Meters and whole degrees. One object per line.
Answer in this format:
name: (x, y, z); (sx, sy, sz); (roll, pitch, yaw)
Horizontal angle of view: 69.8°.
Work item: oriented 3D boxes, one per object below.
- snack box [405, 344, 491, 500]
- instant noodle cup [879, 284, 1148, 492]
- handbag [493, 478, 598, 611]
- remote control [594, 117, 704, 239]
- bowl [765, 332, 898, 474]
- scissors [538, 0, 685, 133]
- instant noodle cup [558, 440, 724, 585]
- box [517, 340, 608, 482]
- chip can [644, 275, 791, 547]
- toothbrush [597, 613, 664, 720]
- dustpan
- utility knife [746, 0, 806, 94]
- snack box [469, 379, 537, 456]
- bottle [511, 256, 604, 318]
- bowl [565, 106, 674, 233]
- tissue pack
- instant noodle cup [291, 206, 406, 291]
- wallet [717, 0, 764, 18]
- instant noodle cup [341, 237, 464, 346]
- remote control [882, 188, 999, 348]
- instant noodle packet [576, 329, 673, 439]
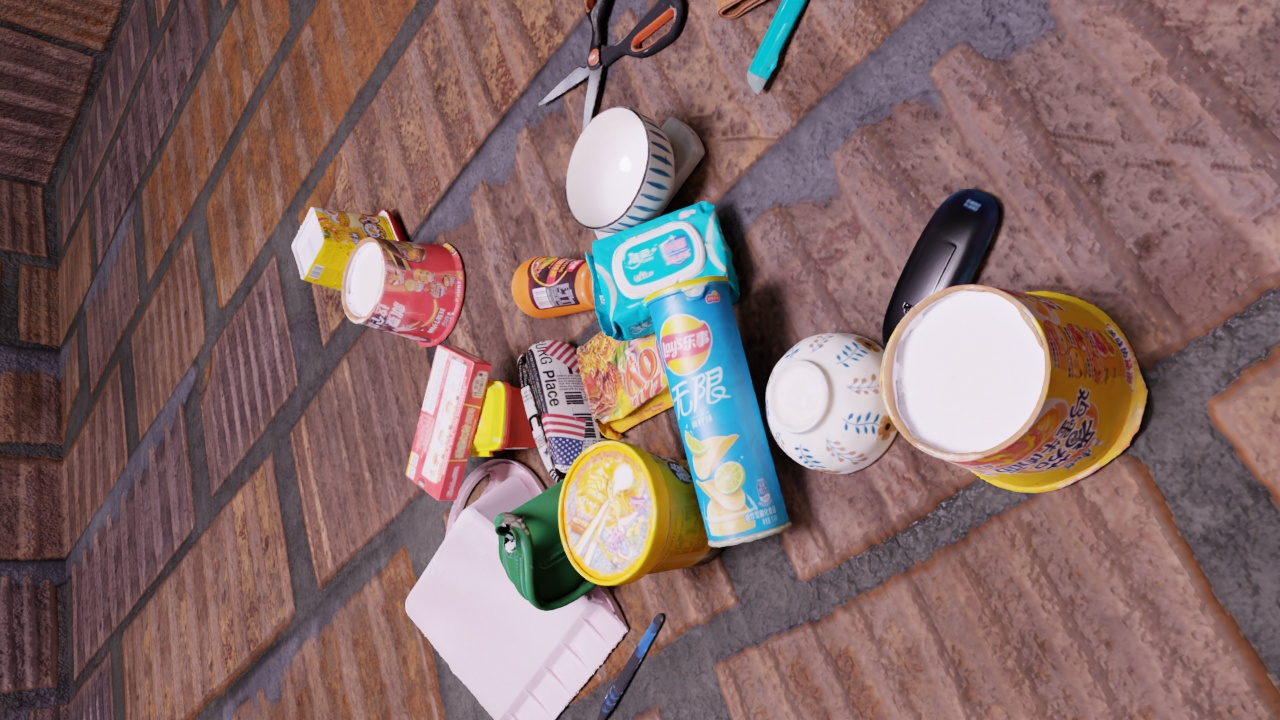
snack box: (-0.205, 0.065, 0.974); (0.075, 0.025, 0.153); (22, 100, 45)
instant noodle cup: (0.230, 0.013, 0.590); (0.138, 0.109, 0.138); (-11, 75, 43)
handbag: (-0.070, 0.157, 0.850); (0.068, 0.131, 0.120); (36, 149, 40)
remote control: (0.007, -0.169, 0.915); (0.150, 0.021, 0.058); (-51, 51, 28)
bowl: (0.140, 0.030, 0.716); (0.114, 0.062, 0.113); (-12, 73, 45)
scissors: (-0.039, -0.347, 0.994); (0.234, 0.021, 0.220); (-15, 72, 43)
instant noodle cup: (0.010, 0.132, 0.793); (0.119, 0.114, 0.118); (-11, 75, 45)
box: (-0.076, 0.048, 0.934); (0.082, 0.075, 0.163); (-32, 58, 26)
chip can: (0.063, 0.040, 0.748); (0.071, 0.071, 0.210); (-19, 83, 43)
toothbrush: (-0.024, 0.313, 0.868); (0.014, 0.016, 0.190); (40, 111, 34)
dustpan: (-0.131, 0.242, 0.997); (0.273, 0.138, 0.223); (42, 115, 11)
utility knife: (0.137, -0.316, 0.814); (0.029, 0.013, 0.166); (39, 108, 41)
snack box: (-0.151, 0.065, 0.996); (0.091, 0.080, 0.082); (-6, 78, 45)
bottle: (-0.065, -0.077, 0.951); (0.150, 0.066, 0.066); (1, 84, 39)
bowl: (-0.010, -0.174, 0.869); (0.117, 0.066, 0.116); (-10, 75, 45)
tissue pack: (0.018, -0.080, 0.833); (0.133, 0.050, 0.093); (-21, 64, 9)
instant noodle cup: (-0.399, -0.148, 1.259); (0.116, 0.123, 0.116); (-51, 51, 28)
wallet: (0.112, -0.393, 0.836); (0.108, 0.031, 0.131); (-9, 76, 51)
instant noodle cup: (-0.305, -0.090, 1.162); (0.138, 0.108, 0.137); (-9, 77, 45)
remote control: (0.217, -0.063, 0.678); (0.053, 0.024, 0.136); (35, 108, 42)
instant noodle packet: (-0.005, 0.005, 0.884); (0.129, 0.044, 0.110); (-34, 64, 37)
